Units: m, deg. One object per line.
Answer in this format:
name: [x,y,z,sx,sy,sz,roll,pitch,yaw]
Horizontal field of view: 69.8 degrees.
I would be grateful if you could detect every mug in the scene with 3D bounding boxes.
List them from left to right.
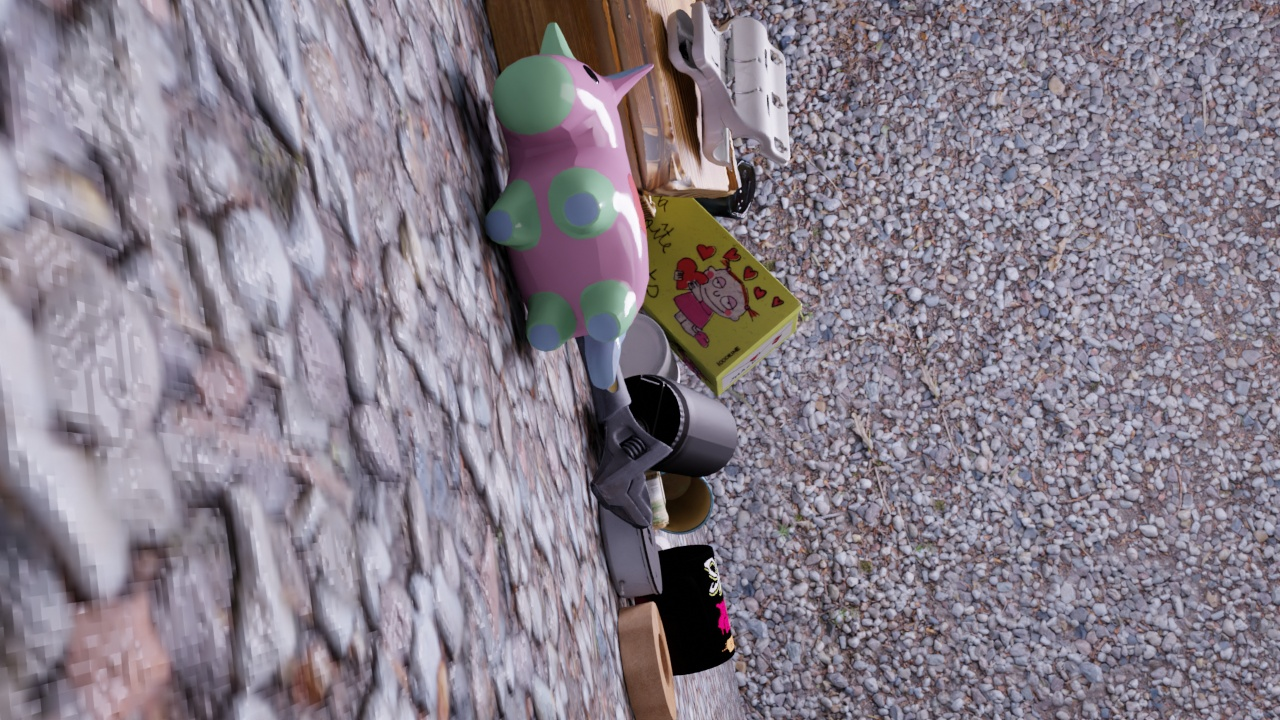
mug: [-0.006,0.005,0.939,0.105,0.082,0.082,62,16,-71]
mug: [0.046,0.145,1.130,0.104,0.084,0.112,-120,-131,-80]
mug: [0.041,0.229,0.835,0.118,0.081,0.098,163,-85,-79]

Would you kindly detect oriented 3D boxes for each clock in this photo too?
clock: [-0.010,0.144,0.785,0.094,0.035,0.122,70,8,-63]

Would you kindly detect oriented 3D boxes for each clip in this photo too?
clip: [0.065,-0.239,0.796,0.152,0.102,0.126,16,61,-36]

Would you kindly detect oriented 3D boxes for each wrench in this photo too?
wrench: [-0.032,0.010,0.774,0.022,0.073,0.273,126,-49,-61]

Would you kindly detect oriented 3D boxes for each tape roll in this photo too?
tape roll: [0.006,0.246,0.746,0.094,0.027,0.094,-10,88,-86]

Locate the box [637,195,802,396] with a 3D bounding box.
box: [0.050,-0.084,0.966,0.221,0.124,0.079,50,-7,17]

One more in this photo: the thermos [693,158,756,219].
thermos: [0.021,-0.212,1.084,0.097,0.221,0.098,-33,129,-51]

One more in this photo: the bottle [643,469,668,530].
bottle: [0.001,0.124,0.970,0.043,0.043,0.111,-7,86,-86]

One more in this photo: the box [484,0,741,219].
box: [-0.023,-0.271,0.821,0.251,0.192,0.279,-47,126,-83]

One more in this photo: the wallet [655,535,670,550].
wallet: [0.029,0.253,1.007,0.115,0.037,0.118,50,24,-82]

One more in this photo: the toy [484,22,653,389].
toy: [-0.043,-0.102,0.612,0.170,0.120,0.222,-73,151,-62]

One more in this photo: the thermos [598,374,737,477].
thermos: [0.025,0.063,0.870,0.198,0.086,0.086,25,51,-67]
